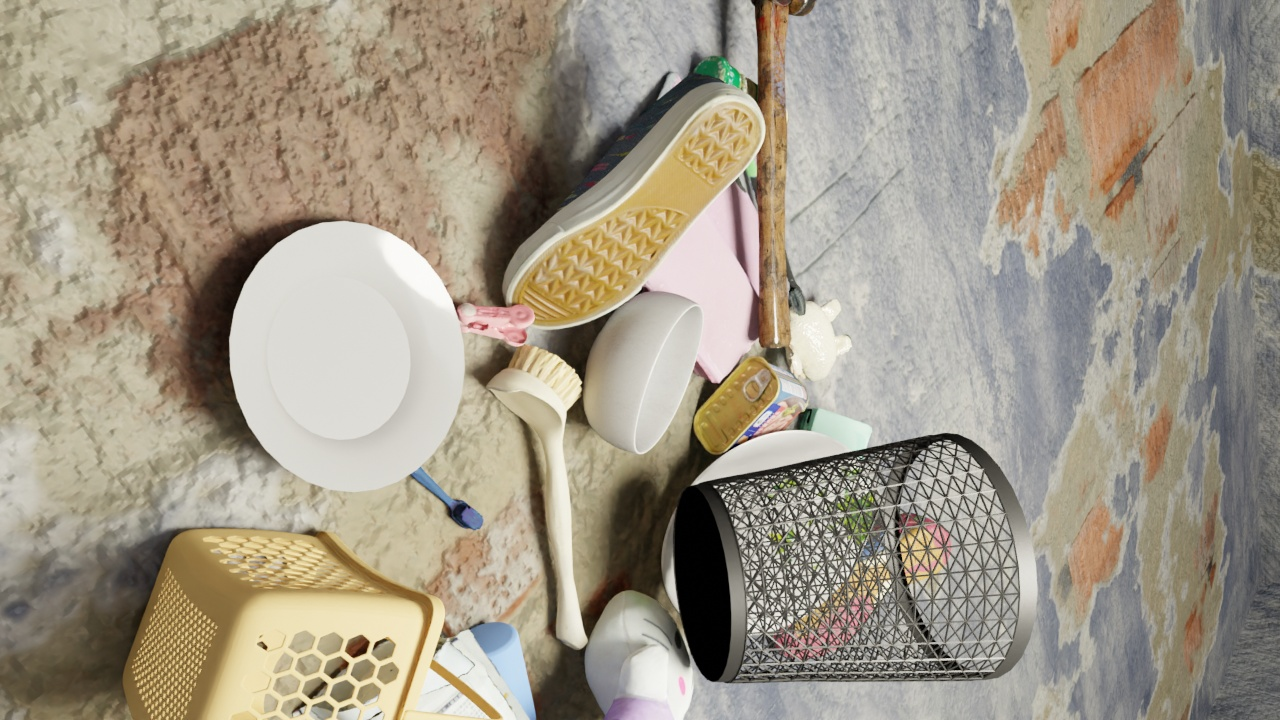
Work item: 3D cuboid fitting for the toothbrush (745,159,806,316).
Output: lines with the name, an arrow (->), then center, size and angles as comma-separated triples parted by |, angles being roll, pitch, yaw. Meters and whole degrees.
toothbrush -> 0.127, -0.127, 0.889 | 0.188, 0.014, 0.017 | 68, 21, -16

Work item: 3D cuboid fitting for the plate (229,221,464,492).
plate -> -0.187, -0.002, 0.596 | 0.172, 0.019, 0.172 | 7, 81, -51

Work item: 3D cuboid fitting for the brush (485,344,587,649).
brush -> -0.069, 0.116, 0.730 | 0.077, 0.062, 0.272 | -23, 117, -36

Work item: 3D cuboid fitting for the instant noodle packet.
instant noodle packet -> -0.127, 0.316, 0.682 | 0.147, 0.057, 0.269 | -24, 119, -1

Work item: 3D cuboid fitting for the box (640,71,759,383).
box -> 0.056, -0.113, 0.815 | 0.233, 0.055, 0.179 | 50, 61, -37

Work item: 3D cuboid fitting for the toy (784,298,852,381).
toy -> 0.174, -0.018, 0.947 | 0.112, 0.050, 0.087 | -36, 116, -28

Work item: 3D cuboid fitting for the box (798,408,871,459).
box -> 0.180, 0.149, 0.999 | 0.077, 0.079, 0.188 | 18, 82, -4

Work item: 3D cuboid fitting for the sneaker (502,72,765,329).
sneaker -> -0.012, -0.118, 0.685 | 0.236, 0.079, 0.087 | -42, 129, 16

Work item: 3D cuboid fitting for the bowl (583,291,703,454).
bowl -> -0.004, 0.004, 0.746 | 0.131, 0.064, 0.132 | -58, 161, -34

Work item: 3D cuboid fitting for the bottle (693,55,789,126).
bottle -> 0.093, -0.237, 0.837 | 0.109, 0.043, 0.042 | 16, 85, -46

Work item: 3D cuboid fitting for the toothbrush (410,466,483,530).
toothbrush -> -0.170, 0.064, 0.641 | 0.016, 0.017, 0.190 | -56, 130, -24

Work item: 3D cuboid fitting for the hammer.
hammer -> 0.111, -0.174, 0.812 | 0.119, 0.033, 0.330 | -10, 102, -43

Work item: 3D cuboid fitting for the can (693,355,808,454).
can -> 0.105, 0.047, 0.863 | 0.059, 0.054, 0.100 | 18, 120, -46

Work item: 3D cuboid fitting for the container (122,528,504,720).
container -> -0.184, 0.176, 0.528 | 0.167, 0.184, 0.129 | 23, 80, -37

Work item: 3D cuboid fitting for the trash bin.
trash bin -> 0.167, 0.180, 0.798 | 0.243, 0.217, 0.217 | -3, 100, -14

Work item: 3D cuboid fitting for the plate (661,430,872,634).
plate -> 0.122, 0.167, 0.903 | 0.229, 0.030, 0.230 | -8, 114, -19

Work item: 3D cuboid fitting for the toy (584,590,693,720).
toy -> -0.002, 0.290, 0.752 | 0.209, 0.085, 0.138 | -77, 148, -69

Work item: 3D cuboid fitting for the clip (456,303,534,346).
clip -> -0.106, -0.030, 0.668 | 0.057, 0.035, 0.022 | 7, 51, -19

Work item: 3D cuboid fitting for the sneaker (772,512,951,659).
sneaker -> 0.240, 0.254, 1.048 | 0.241, 0.091, 0.116 | -27, 111, -18

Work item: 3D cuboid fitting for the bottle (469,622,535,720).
bottle -> -0.107, 0.272, 0.714 | 0.047, 0.048, 0.131 | -24, 113, -40
